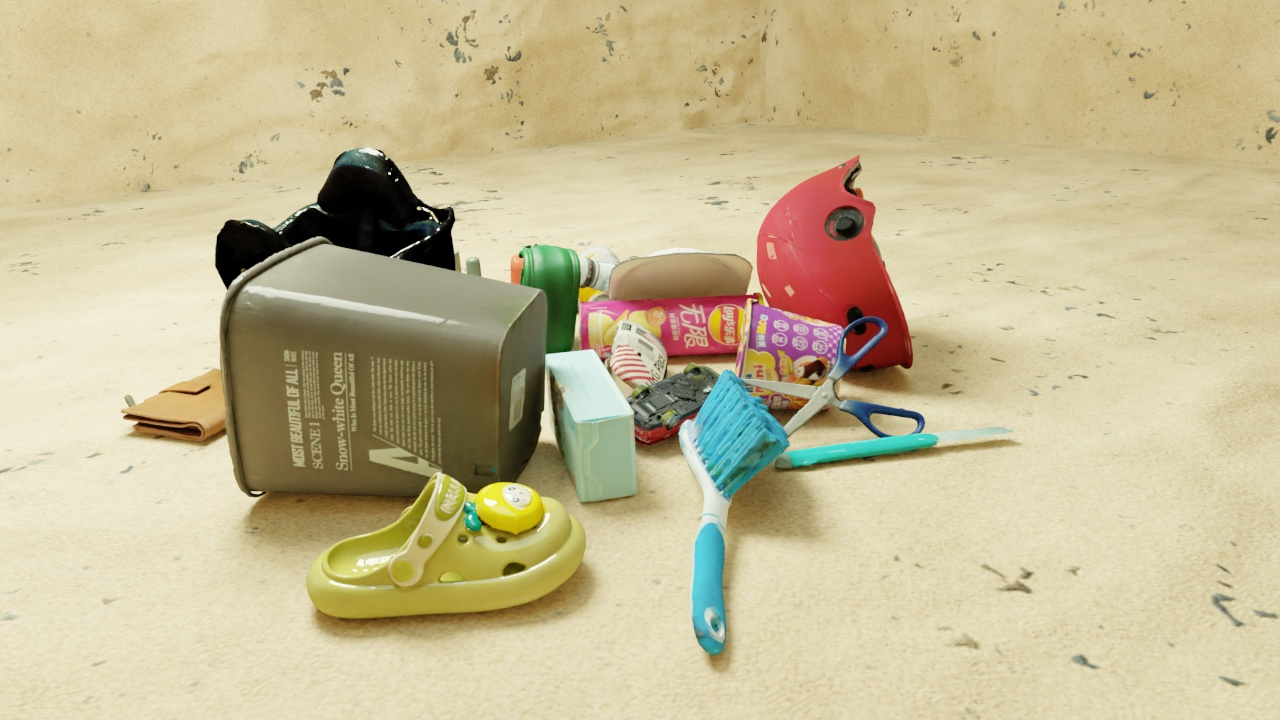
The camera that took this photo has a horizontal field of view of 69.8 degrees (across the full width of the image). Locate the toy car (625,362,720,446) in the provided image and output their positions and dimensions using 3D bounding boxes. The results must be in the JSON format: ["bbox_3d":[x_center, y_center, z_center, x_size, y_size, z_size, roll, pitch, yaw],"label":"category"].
[{"bbox_3d":[0.033,0.042,0.863,0.120,0.045,0.053,-23,52,-36],"label":"toy car"}]

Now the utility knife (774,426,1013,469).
[{"bbox_3d":[0.222,0.075,0.805,0.221,0.013,0.029,-7,20,-7],"label":"utility knife"}]

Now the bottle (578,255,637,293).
[{"bbox_3d":[-0.004,-0.098,1.160,0.194,0.044,0.079,9,45,-27],"label":"bottle"}]

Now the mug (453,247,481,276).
[{"bbox_3d":[-0.252,-0.088,1.181,0.124,0.103,0.083,7,22,26],"label":"mug"}]

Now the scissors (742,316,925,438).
[{"bbox_3d":[0.180,0.028,0.836,0.176,0.162,0.012,24,-15,5],"label":"scissors"}]

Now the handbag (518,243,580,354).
[{"bbox_3d":[-0.121,-0.072,1.088,0.068,0.131,0.120,0,14,-22],"label":"handbag"}]

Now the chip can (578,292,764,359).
[{"bbox_3d":[0.035,-0.038,1.059,0.210,0.071,0.071,-3,20,0],"label":"chip can"}]

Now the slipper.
[{"bbox_3d":[-0.133,0.122,0.623,0.190,0.082,0.091,-8,23,-7],"label":"slipper"}]

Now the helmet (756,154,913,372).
[{"bbox_3d":[0.204,-0.087,1.006,0.144,0.207,0.239,-14,50,12],"label":"helmet"}]

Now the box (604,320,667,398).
[{"bbox_3d":[-0.001,-0.001,0.947,0.075,0.081,0.163,8,19,1],"label":"box"}]

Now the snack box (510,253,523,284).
[{"bbox_3d":[-0.135,-0.105,1.249,0.091,0.080,0.082,-6,21,-10],"label":"snack box"}]

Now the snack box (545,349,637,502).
[{"bbox_3d":[-0.047,0.052,0.811,0.051,0.074,0.175,-6,20,-12],"label":"snack box"}]

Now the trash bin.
[{"bbox_3d":[-0.204,0.015,0.784,0.220,0.199,0.198,7,22,7],"label":"trash bin"}]

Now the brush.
[{"bbox_3d":[0.067,0.096,0.688,0.109,0.060,0.314,-45,14,9],"label":"brush"}]

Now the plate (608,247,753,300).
[{"bbox_3d":[0.043,-0.087,1.082,0.164,0.164,0.034,-2,61,-4],"label":"plate"}]

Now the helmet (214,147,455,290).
[{"bbox_3d":[-0.325,-0.097,1.032,0.275,0.230,0.232,5,36,22],"label":"helmet"}]

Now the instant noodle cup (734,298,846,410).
[{"bbox_3d":[0.144,0.001,0.897,0.099,0.112,0.111,9,21,5],"label":"instant noodle cup"}]

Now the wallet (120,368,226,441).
[{"bbox_3d":[-0.452,0.043,0.953,0.119,0.035,0.130,10,22,15],"label":"wallet"}]

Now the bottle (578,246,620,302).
[{"bbox_3d":[-0.054,-0.101,1.246,0.068,0.068,0.189,-4,23,-4],"label":"bottle"}]
